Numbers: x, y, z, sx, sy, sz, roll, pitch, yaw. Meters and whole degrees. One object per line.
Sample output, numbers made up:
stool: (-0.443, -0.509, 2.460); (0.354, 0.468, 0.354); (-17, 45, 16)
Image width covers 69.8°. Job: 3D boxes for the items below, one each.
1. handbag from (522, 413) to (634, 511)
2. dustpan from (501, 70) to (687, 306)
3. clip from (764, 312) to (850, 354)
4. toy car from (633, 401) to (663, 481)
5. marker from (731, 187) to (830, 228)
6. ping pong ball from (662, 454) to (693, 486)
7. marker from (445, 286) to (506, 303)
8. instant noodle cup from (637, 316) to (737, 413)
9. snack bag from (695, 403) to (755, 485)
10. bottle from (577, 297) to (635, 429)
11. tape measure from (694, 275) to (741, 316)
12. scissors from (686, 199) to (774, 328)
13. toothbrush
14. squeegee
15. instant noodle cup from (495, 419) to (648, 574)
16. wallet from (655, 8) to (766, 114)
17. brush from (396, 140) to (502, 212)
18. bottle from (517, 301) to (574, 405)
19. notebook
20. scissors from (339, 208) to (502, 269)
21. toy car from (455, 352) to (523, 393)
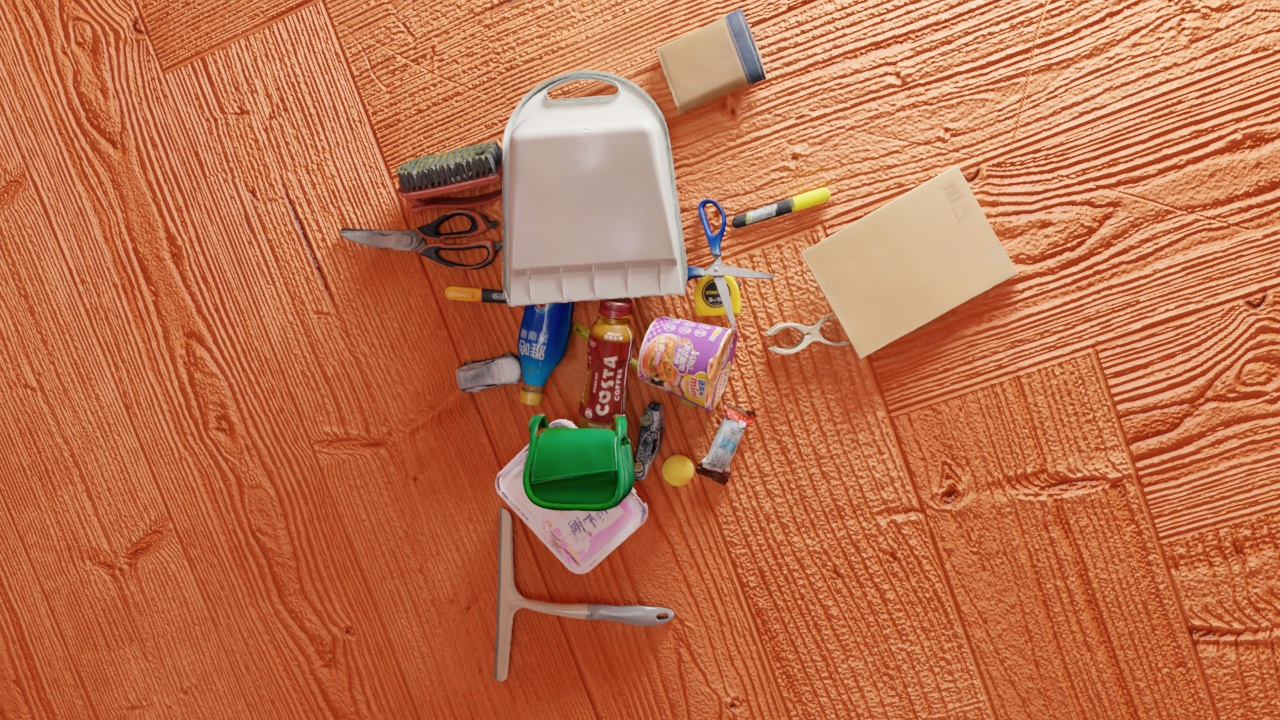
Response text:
handbag: (-0.074, 0.124, 1.123); (0.131, 0.068, 0.120); (1, 90, 10)
dustpan: (-0.062, -0.216, 1.119); (0.223, 0.142, 0.258); (-4, 111, 0)
clip: (0.205, -0.031, 1.131); (0.101, 0.035, 0.076); (-12, 94, 2)
toy car: (0.011, 0.105, 1.170); (0.031, 0.049, 0.105); (14, 100, 9)
marker: (0.171, -0.186, 1.124); (0.124, 0.015, 0.018); (-16, 94, 14)
ping pong ball: (0.048, 0.141, 1.173); (0.040, 0.040, 0.040); (1, 97, 9)
marker: (-0.194, -0.084, 1.197); (0.124, 0.015, 0.018); (5, 102, 7)
instant noodle cup: (0.056, -0.002, 1.124); (0.099, 0.111, 0.111); (19, 100, 16)
snack bag: (0.108, 0.106, 1.166); (0.045, 0.026, 0.105); (22, 101, -3)
bottle: (-0.040, 0.006, 1.146); (0.057, 0.057, 0.175); (11, 110, 8)
tape measure: (0.096, -0.082, 1.142); (0.060, 0.029, 0.057); (-2, 98, 11)
scissors: (0.083, -0.117, 1.120); (0.163, 0.012, 0.175); (-13, 74, 27)
toothbrush: (-0.007, 0.007, 1.176); (0.190, 0.016, 0.016); (33, 102, 4)
squeegee: (-0.079, 0.331, 1.220); (0.247, 0.039, 0.246); (4, 98, 8)
instant noodle cup: (-0.085, 0.171, 1.189); (0.138, 0.060, 0.173); (-43, 90, 12)
wallet: (0.085, -0.359, 1.107); (0.115, 0.033, 0.090); (-21, 91, 12)
brush: (-0.239, -0.226, 1.166); (0.146, 0.063, 0.069); (-9, 125, 11)
bottle: (-0.118, -0.050, 1.164); (0.065, 0.065, 0.219); (15, 100, 7)
notebook: (0.321, -0.117, 1.098); (0.211, 0.012, 0.149); (-29, 91, 6)
scissors: (-0.292, -0.172, 1.202); (0.210, 0.015, 0.177); (40, 103, 2)
toy car: (-0.198, 0.017, 1.202); (0.091, 0.034, 0.043); (-11, 92, 9)
